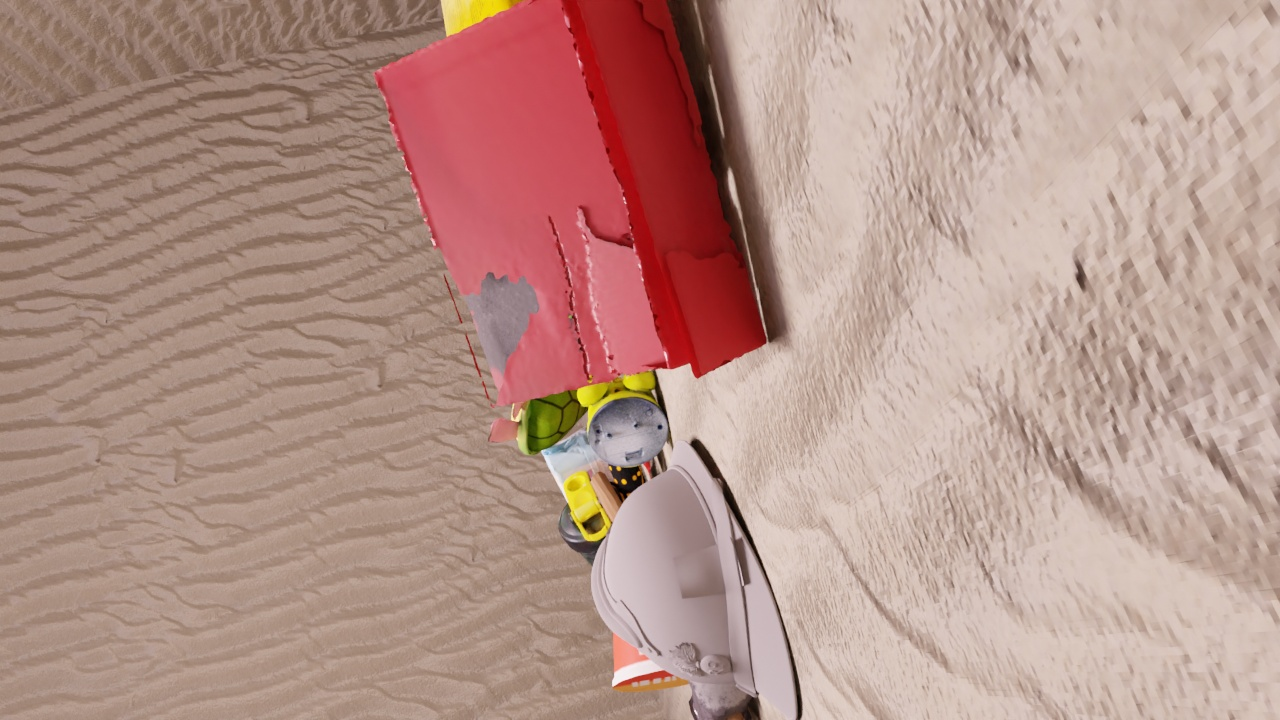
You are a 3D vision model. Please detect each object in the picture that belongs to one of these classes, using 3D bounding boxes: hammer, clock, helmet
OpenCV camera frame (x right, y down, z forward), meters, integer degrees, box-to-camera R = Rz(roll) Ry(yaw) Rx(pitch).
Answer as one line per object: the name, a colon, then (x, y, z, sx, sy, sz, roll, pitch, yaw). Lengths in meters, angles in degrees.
hammer: (0.021, 0.238, 0.952, 0.328, 0.052, 0.098, 56, 162, 39)
clock: (-0.018, 0.052, 0.945, 0.057, 0.083, 0.119, -105, 1, -65)
hammer: (-0.044, 0.051, 1.021, 0.321, 0.036, 0.123, 70, 168, -18)
helmet: (0.023, 0.185, 0.743, 0.271, 0.117, 0.183, -119, 15, -57)

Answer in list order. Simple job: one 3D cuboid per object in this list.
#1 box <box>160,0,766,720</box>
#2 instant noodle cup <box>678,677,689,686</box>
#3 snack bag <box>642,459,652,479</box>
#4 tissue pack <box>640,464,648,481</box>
box: (-0.035, -0.067, 0.355, 0.477, 0.171, 0.214, -43, -62, -68)
instant noodle cup: (0.022, 0.295, 1.028, 0.124, 0.123, 0.121, 88, 173, -62)
snack bag: (-0.014, 0.053, 1.080, 0.144, 0.039, 0.130, 74, 175, -47)
tissue pack: (-0.048, 0.156, 1.182, 0.070, 0.112, 0.182, -126, 13, -60)
